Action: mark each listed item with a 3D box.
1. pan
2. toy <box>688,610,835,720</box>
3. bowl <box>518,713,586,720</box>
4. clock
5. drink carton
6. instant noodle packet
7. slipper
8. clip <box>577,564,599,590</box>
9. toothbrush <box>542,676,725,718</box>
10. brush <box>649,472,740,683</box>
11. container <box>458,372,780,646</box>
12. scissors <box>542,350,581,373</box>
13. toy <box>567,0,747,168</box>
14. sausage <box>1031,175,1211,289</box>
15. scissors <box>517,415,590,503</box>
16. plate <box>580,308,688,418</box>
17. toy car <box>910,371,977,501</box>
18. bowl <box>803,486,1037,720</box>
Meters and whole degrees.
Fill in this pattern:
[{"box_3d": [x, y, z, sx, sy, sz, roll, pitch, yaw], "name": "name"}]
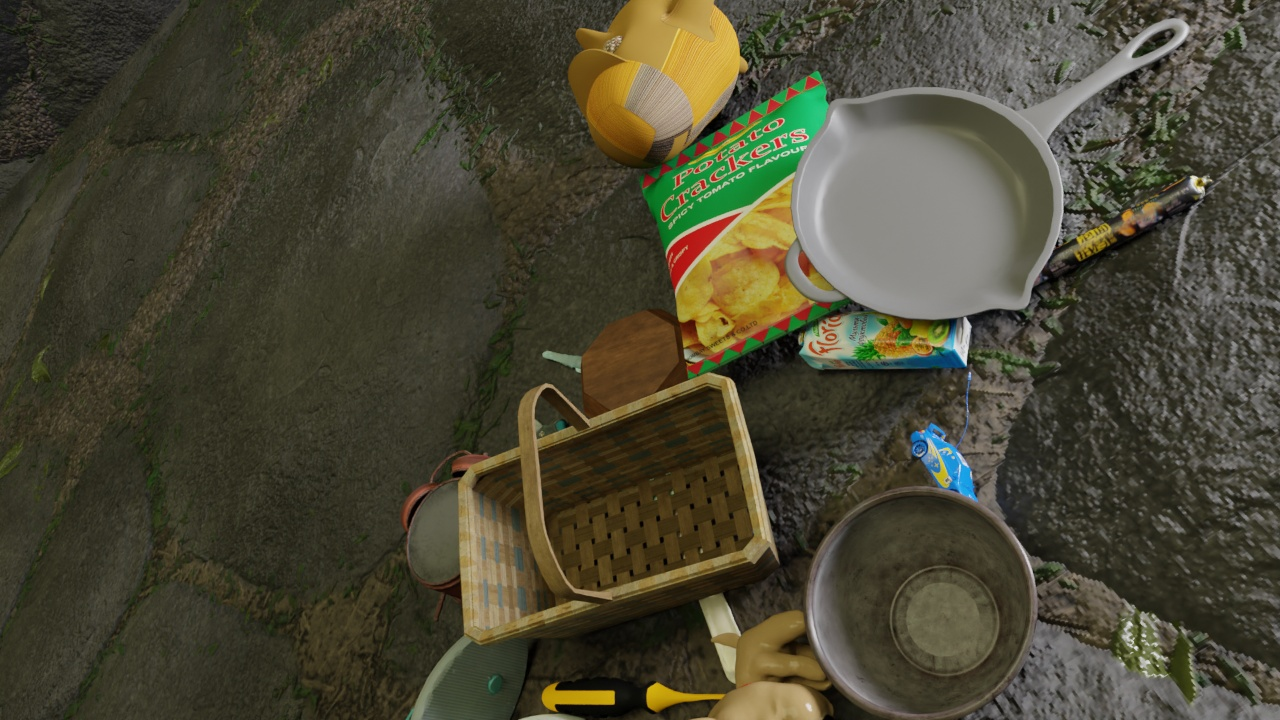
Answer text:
[{"box_3d": [0.262, -0.152, 0.690, 0.354, 0.024, 0.216, -34, 68, -2], "name": "pan"}, {"box_3d": [0.085, 0.228, 0.611, 0.106, 0.134, 0.108, -10, 39, 30], "name": "toy"}, {"box_3d": [-0.087, 0.344, 0.692, 0.154, 0.073, 0.153, -17, 57, 29], "name": "bowl"}, {"box_3d": [-0.161, 0.155, 0.854, 0.121, 0.072, 0.157, -36, 50, 16], "name": "clock"}, {"box_3d": [0.185, -0.015, 0.707, 0.129, 0.038, 0.044, -1, 65, 37], "name": "drink carton"}, {"box_3d": [0.101, -0.123, 0.796, 0.196, 0.090, 0.252, -27, 50, 20], "name": "instant noodle packet"}, {"box_3d": [-0.175, 0.334, 0.748, 0.055, 0.098, 0.268, 9, 73, 39], "name": "slipper"}, {"box_3d": [-0.055, 0.198, 0.793, 0.047, 0.039, 0.053, -29, 53, 16], "name": "clip"}, {"box_3d": [0.008, 0.257, 0.700, 0.197, 0.031, 0.030, -11, 68, 28], "name": "toothbrush"}, {"box_3d": [0.043, 0.157, 0.740, 0.033, 0.012, 0.217, -36, 51, 16], "name": "brush"}, {"box_3d": [-0.032, 0.111, 0.681, 0.250, 0.186, 0.157, -22, 56, 19], "name": "container"}, {"box_3d": [-0.050, 0.002, 0.895, 0.139, 0.015, 0.063, 19, 81, 37], "name": "scissors"}, {"box_3d": [0.009, -0.269, 0.879, 0.202, 0.162, 0.199, -67, 4, -38], "name": "toy"}, {"box_3d": [0.326, -0.086, 0.651, 0.156, 0.020, 0.020, -30, 51, 21], "name": "sausage"}, {"box_3d": [-0.071, 0.082, 0.864, 0.138, 0.019, 0.129, -13, 50, 24], "name": "scissors"}, {"box_3d": [-0.005, 0.005, 0.839, 0.131, 0.025, 0.131, -15, 55, 22], "name": "plate"}, {"box_3d": [0.226, 0.060, 0.634, 0.062, 0.033, 0.092, -41, 47, 21], "name": "toy car"}, {"box_3d": [0.185, 0.160, 0.589, 0.145, 0.067, 0.144, -18, 56, 29], "name": "bowl"}]
